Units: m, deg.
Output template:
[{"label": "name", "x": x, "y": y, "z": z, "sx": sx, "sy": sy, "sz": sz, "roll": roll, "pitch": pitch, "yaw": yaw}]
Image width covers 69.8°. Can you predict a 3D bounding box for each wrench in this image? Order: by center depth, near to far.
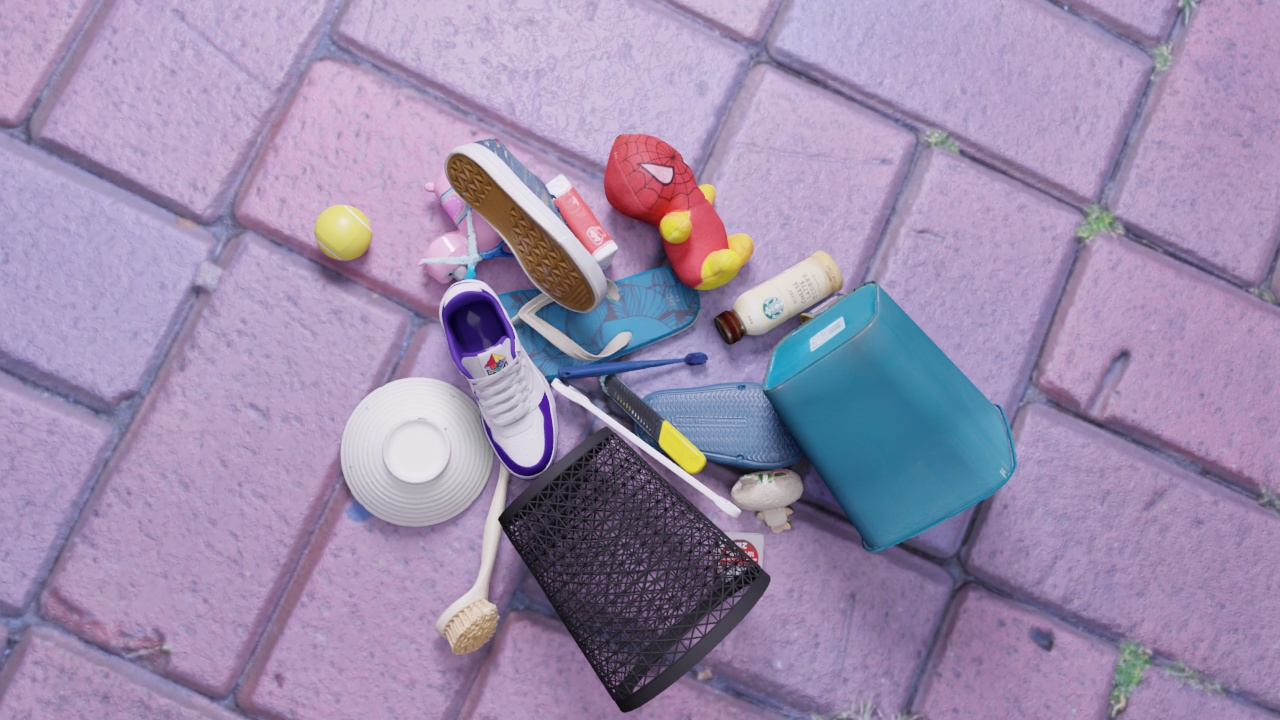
[{"label": "wrench", "x": 0.003, "y": 0.099, "z": 1.064, "sx": 0.273, "sy": 0.047, "sz": 0.009, "roll": 35, "pitch": 93, "yaw": 20}]

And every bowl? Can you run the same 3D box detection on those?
[{"label": "bowl", "x": -0.257, "y": 0.104, "z": 1.057, "sx": 0.177, "sy": 0.071, "sz": 0.177, "roll": 1, "pitch": 83, "yaw": -12}]

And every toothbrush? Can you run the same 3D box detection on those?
[{"label": "toothbrush", "x": -0.007, "y": 0.006, "z": 1.108, "sx": 0.189, "sy": 0.017, "sz": 0.016, "roll": -6, "pitch": 92, "yaw": -19}]

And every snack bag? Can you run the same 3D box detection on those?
[{"label": "snack bag", "x": -0.075, "y": -0.162, "z": 1.105, "sx": 0.036, "sy": 0.077, "sz": 0.116, "roll": -36, "pitch": 89, "yaw": -10}]

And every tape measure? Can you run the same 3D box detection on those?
[{"label": "tape measure", "x": 0.118, "y": 0.238, "z": 1.119, "sx": 0.060, "sy": 0.020, "sz": 0.062, "roll": 2, "pitch": 85, "yaw": -6}]

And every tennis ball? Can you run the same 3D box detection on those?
[{"label": "tennis ball", "x": -0.350, "y": -0.150, "z": 1.081, "sx": 0.065, "sy": 0.065, "sz": 0.065, "roll": 1, "pitch": 85, "yaw": -6}]

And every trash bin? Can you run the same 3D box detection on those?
[{"label": "trash bin", "x": -0.018, "y": 0.218, "z": 1.021, "sx": 0.216, "sy": 0.217, "sz": 0.243, "roll": -40, "pitch": 83, "yaw": -8}, {"label": "trash bin", "x": 0.265, "y": 0.052, "z": 1.024, "sx": 0.197, "sy": 0.198, "sz": 0.218, "roll": -36, "pitch": 101, "yaw": 25}]

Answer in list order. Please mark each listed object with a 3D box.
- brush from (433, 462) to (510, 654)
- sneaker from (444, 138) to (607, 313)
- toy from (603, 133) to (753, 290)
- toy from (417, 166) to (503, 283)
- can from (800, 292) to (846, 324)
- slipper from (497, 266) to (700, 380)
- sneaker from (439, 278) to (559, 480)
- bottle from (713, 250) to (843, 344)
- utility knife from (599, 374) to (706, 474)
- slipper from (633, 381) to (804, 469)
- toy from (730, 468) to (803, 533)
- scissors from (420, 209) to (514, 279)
[{"label": "brush", "x": -0.178, "y": 0.207, "z": 1.076, "sx": 0.077, "sy": 0.062, "sz": 0.272, "roll": 10, "pitch": 79, "yaw": 23}, {"label": "sneaker", "x": -0.114, "y": -0.160, "z": 1.039, "sx": 0.235, "sy": 0.088, "sz": 0.079, "roll": 48, "pitch": 48, "yaw": -9}, {"label": "toy", "x": 0.038, "y": -0.180, "z": 1.098, "sx": 0.099, "sy": 0.147, "sz": 0.216, "roll": -42, "pitch": 92, "yaw": 20}, {"label": "toy", "x": -0.209, "y": -0.172, "z": 1.099, "sx": 0.157, "sy": 0.067, "sz": 0.123, "roll": -37, "pitch": 88, "yaw": -4}, {"label": "can", "x": 0.247, "y": -0.029, "z": 1.128, "sx": 0.059, "sy": 0.054, "sz": 0.100, "roll": -33, "pitch": 110, "yaw": -9}, {"label": "slipper", "x": -0.067, "y": -0.047, "z": 1.106, "sx": 0.294, "sy": 0.060, "sz": 0.118, "roll": -14, "pitch": 90, "yaw": -7}, {"label": "sneaker", "x": -0.156, "y": 0.020, "z": 1.027, "sx": 0.091, "sy": 0.111, "sz": 0.244, "roll": -24, "pitch": 93, "yaw": -6}, {"label": "bottle", "x": 0.169, "y": -0.074, "z": 1.133, "sx": 0.162, "sy": 0.056, "sz": 0.056, "roll": -30, "pitch": 89, "yaw": -7}, {"label": "utility knife", "x": 0.010, "y": 0.070, "z": 1.092, "sx": 0.174, "sy": 0.020, "sz": 0.029, "roll": 43, "pitch": 95, "yaw": 16}, {"label": "slipper", "x": 0.098, "y": 0.076, "z": 1.113, "sx": 0.214, "sy": 0.059, "sz": 0.103, "roll": 4, "pitch": 83, "yaw": 9}, {"label": "toy", "x": 0.154, "y": 0.161, "z": 1.109, "sx": 0.087, "sy": 0.112, "sz": 0.050, "roll": -15, "pitch": 49, "yaw": 12}, {"label": "scissors", "x": -0.190, "y": -0.117, "z": 1.076, "sx": 0.133, "sy": 0.014, "sz": 0.127, "roll": -12, "pitch": 118, "yaw": -17}]
